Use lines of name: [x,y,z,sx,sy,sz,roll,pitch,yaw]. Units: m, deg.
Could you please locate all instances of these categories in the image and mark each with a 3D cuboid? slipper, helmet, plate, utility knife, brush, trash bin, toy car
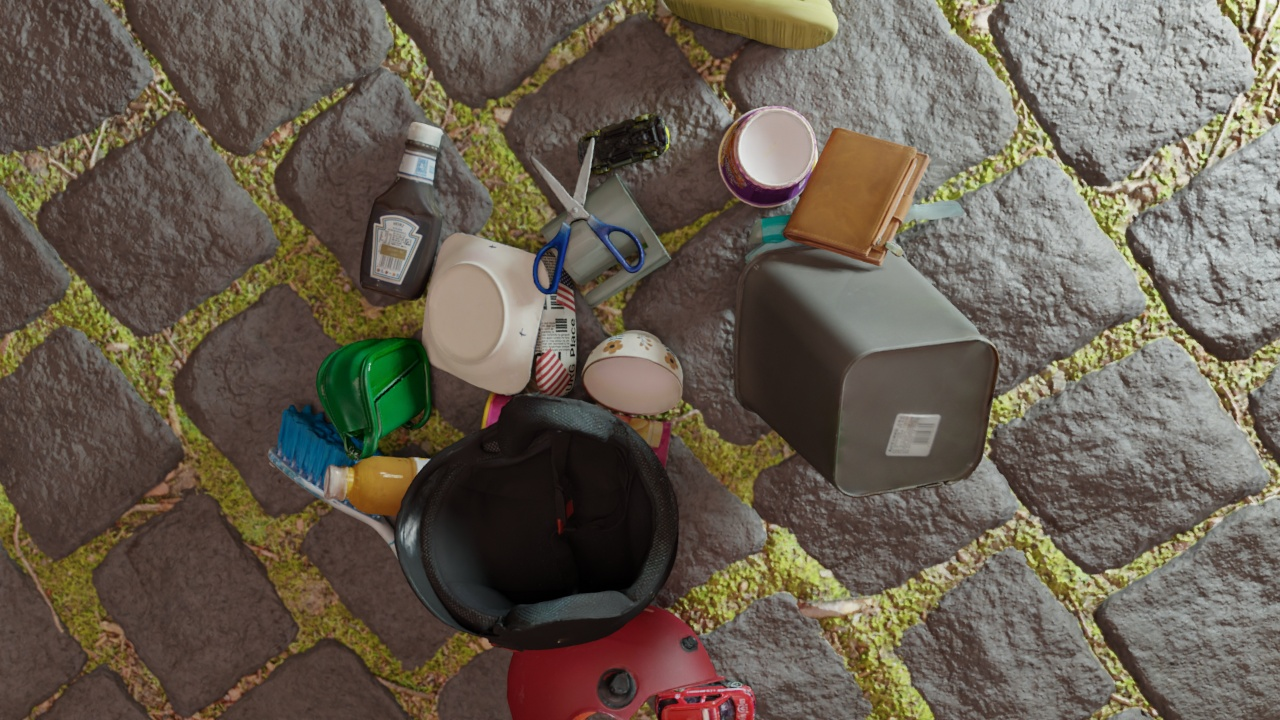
slipper: [0.119,-0.389,0.969,0.190,0.091,0.081,14,95,5]
helmet: [-0.094,0.172,0.921,0.275,0.230,0.233,-6,66,8]
plate: [-0.183,-0.052,1.015,0.164,0.034,0.164,19,103,28]
utility knife: [0.222,-0.145,0.953,0.221,0.013,0.029,-5,94,6]
brush: [-0.303,0.179,1.080,0.314,0.060,0.109,35,103,-4]
trash bin: [0.220,0.010,0.910,0.199,0.219,0.199,-7,117,-12]
helmet: [-0.041,0.334,1.018,0.240,0.207,0.144,-22,74,0]
toy car: [0.077,0.416,1.091,0.120,0.045,0.053,-7,98,2]
toy car: [-0.019,-0.240,1.022,0.105,0.032,0.048,-14,96,16]

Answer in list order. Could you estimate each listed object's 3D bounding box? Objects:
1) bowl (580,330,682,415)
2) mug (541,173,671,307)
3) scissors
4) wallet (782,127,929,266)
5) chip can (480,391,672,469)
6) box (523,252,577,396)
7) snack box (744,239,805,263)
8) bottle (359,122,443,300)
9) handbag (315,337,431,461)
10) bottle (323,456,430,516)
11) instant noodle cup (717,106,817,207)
bowl: [-0.006,0.006,1.025,0.113,0.114,0.062,9,56,2]
mug: [-0.037,-0.127,0.999,0.103,0.083,0.124,-33,59,8]
scissors: [-0.065,-0.144,0.964,0.162,0.012,0.176,29,93,9]
wallet: [0.223,-0.166,0.925,0.119,0.035,0.130,23,78,21]
chip can: [-0.072,0.087,1.043,0.210,0.071,0.071,10,97,2]
box: [-0.098,-0.040,1.024,0.074,0.081,0.163,-4,90,-24]
snack box: [0.196,-0.145,1.000,0.175,0.074,0.051,-37,94,6]
bottle: [-0.263,-0.169,1.037,0.080,0.044,0.195,14,97,1]
handbag: [-0.292,0.038,1.021,0.068,0.131,0.120,-3,103,18]
bottle: [-0.254,0.143,1.027,0.189,0.068,0.068,9,98,-26]
instant noodle cup: [0.139,-0.223,0.982,0.111,0.099,0.111,0,96,4]
